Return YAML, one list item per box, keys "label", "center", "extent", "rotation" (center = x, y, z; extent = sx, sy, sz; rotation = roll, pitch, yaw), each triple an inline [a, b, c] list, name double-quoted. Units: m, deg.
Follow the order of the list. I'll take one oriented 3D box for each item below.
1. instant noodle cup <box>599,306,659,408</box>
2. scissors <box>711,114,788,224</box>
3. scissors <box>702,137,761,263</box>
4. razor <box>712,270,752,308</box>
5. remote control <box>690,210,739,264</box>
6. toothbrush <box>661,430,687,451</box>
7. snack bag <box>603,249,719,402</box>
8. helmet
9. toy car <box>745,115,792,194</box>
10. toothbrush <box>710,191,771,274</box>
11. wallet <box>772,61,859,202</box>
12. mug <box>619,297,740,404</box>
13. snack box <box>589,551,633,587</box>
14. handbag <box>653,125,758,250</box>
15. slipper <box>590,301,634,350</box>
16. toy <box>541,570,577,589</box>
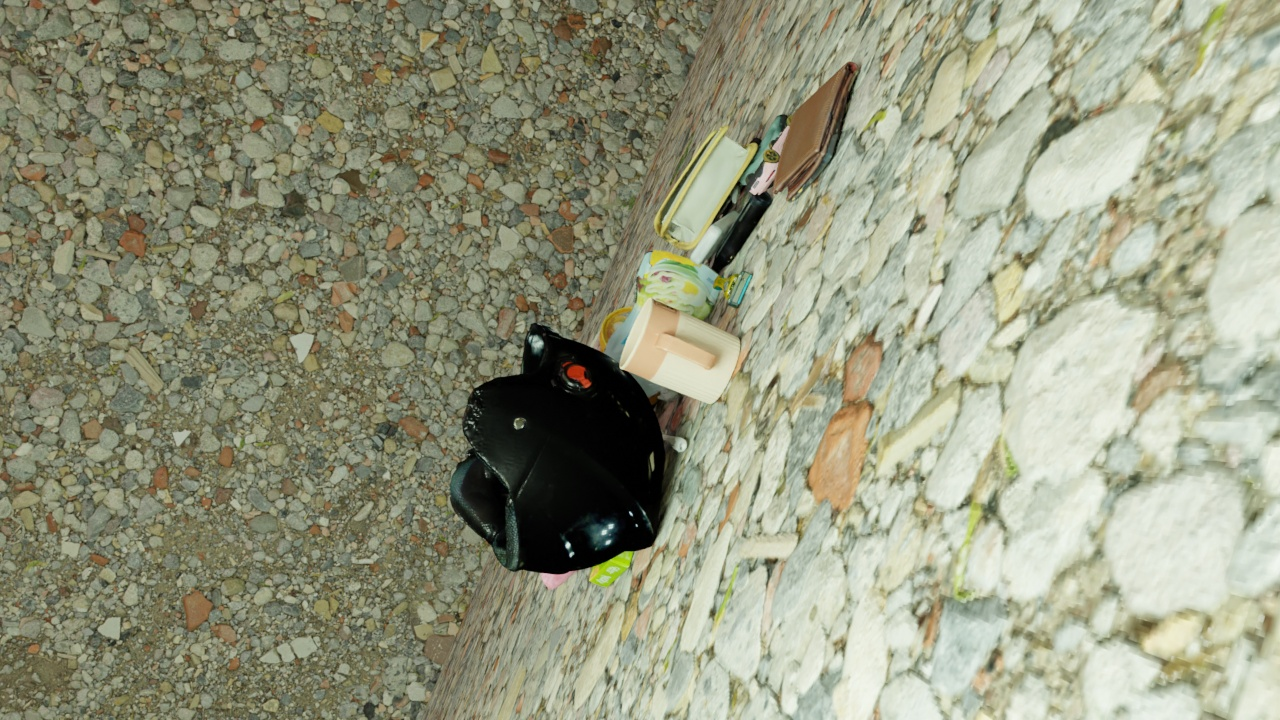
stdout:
- label: "instant noodle cup"
  center: [-0.007, 0.007, 1.242]
  extent: [0.118, 0.118, 0.115]
  rotation: [-76, 4, -46]
- label: "scissors"
  center: [0.141, -0.261, 1.236]
  extent: [0.170, 0.019, 0.171]
  rotation: [-53, 13, 17]
- label: "scissors"
  center: [0.124, -0.236, 1.352]
  extent: [0.229, 0.021, 0.220]
  rotation: [124, 166, -51]
- label: "razor"
  center: [0.103, -0.089, 1.093]
  extent: [0.132, 0.028, 0.043]
  rotation: [-117, 47, -82]
- label: "remote control"
  center: [0.098, -0.160, 1.183]
  extent: [0.056, 0.020, 0.135]
  rotation: [-55, -5, 25]
- label: "toothbrush"
  center: [0.031, 0.092, 1.081]
  extent: [0.180, 0.016, 0.016]
  rotation: [-178, 108, -81]
- label: "snack bag"
  center: [0.025, -0.042, 1.159]
  extent: [0.039, 0.110, 0.190]
  rotation: [127, 165, -75]
- label: "helmet"
  center: [-0.085, 0.098, 0.999]
  extent: [0.234, 0.230, 0.274]
  rotation: [123, 157, -60]
- label: "toy car"
  center: [0.163, -0.241, 1.082]
  extent: [0.122, 0.037, 0.056]
  rotation: [-57, 5, -33]
- label: "toothbrush"
  center: [0.109, -0.138, 1.172]
  extent: [0.213, 0.026, 0.027]
  rotation: [122, 142, -51]
- label: "wallet"
  center: [0.184, -0.240, 0.963]
  extent: [0.101, 0.032, 0.124]
  rotation: [-41, 28, 65]
- label: "mug"
  center: [0.044, -0.009, 0.957]
  extent: [0.114, 0.106, 0.081]
  rotation: [-175, 108, -81]
- label: "snack box"
  center: [-0.019, 0.188, 1.109]
  extent: [0.086, 0.026, 0.156]
  rotation: [124, 166, -55]
- label: "handbag"
  center: [0.076, -0.233, 1.251]
  extent: [0.163, 0.063, 0.179]
  rotation: [-57, 10, -1]
- label: "slipper"
  center: [-0.041, 0.032, 1.350]
  extent: [0.275, 0.114, 0.054]
  rotation: [-56, 40, 14]
- label: "toy"
  center: [-0.078, 0.220, 1.180]
  extent: [0.194, 0.074, 0.179]
  rotation: [-50, -20, -55]
